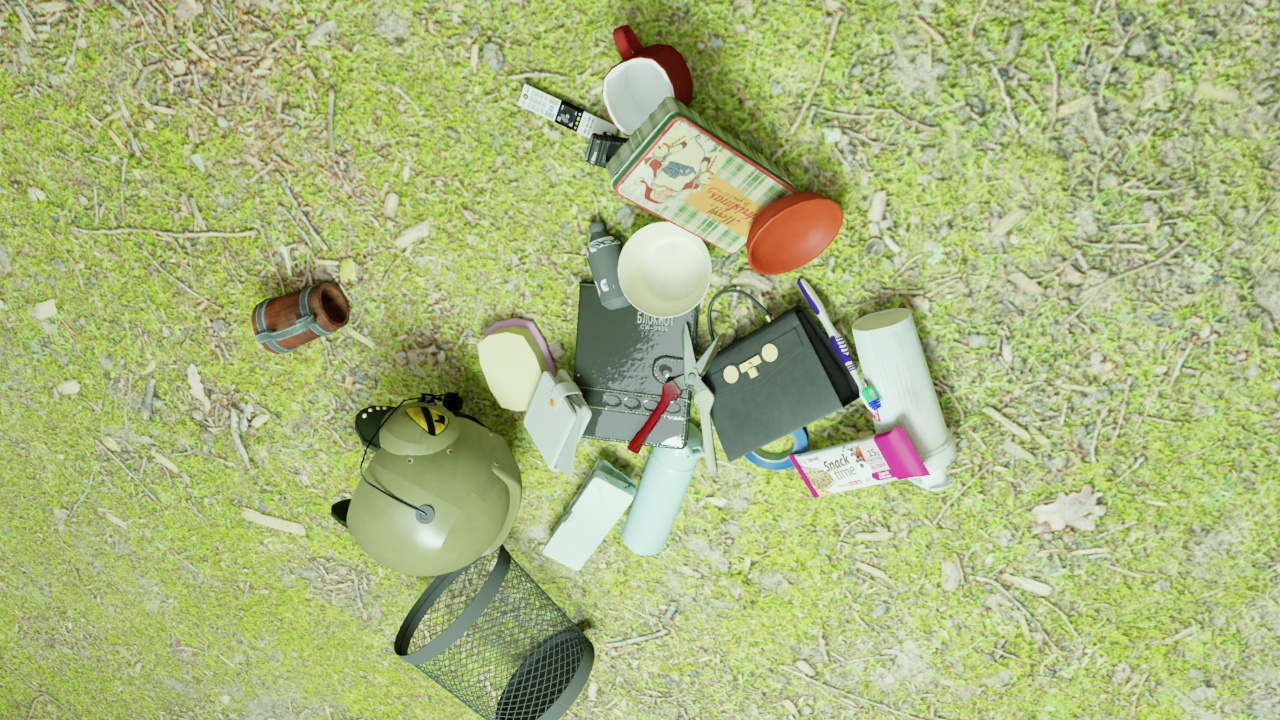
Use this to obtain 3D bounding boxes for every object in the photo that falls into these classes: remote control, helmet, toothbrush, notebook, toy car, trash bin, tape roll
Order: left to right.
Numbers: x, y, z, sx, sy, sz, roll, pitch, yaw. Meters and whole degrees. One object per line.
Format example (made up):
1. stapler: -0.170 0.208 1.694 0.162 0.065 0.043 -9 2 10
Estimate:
1. helmet: -0.278 0.172 1.245 0.233 0.254 0.251 27 122 4
2. trash bin: -0.215 0.431 1.404 0.218 0.217 0.227 -35 107 27
3. remote control: -0.087 -0.295 1.105 0.124 0.011 0.028 25 120 2
4. toy car: -0.018 -0.242 1.084 0.092 0.037 0.040 4 122 -24
5. notebook: -0.007 0.007 1.197 0.169 0.029 0.209 6 102 13
6. tape roll: 0.178 0.105 1.236 0.093 0.016 0.091 -17 111 23
7. toothbrush: 0.240 -0.021 1.111 0.016 0.015 0.186 -42 72 51

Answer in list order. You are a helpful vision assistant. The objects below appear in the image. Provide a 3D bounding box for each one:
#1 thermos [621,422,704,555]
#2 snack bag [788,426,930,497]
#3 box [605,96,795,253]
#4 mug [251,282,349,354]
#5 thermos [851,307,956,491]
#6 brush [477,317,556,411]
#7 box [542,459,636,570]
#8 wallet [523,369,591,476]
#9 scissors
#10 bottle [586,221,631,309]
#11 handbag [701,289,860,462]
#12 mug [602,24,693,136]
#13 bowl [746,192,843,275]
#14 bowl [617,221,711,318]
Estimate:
1. thermos: 0.031 0.177 1.286 0.078 0.065 0.207 46 130 39
2. snack bag: 0.269 0.131 1.153 0.197 0.016 0.070 -25 98 53
3. box: 0.070 -0.202 1.029 0.205 0.050 0.118 22 129 -41
4. mug: -0.480 -0.054 1.279 0.111 0.117 0.081 -17 111 18
5. thermos: 0.324 0.048 1.132 0.099 0.099 0.220 -13 107 21
6. brush: -0.155 0.052 1.285 0.089 0.043 0.229 -9 113 19
7. box: -0.073 0.231 1.336 0.083 0.067 0.199 43 128 15
8. wallet: -0.105 0.087 1.205 0.115 0.037 0.119 55 135 32
9. scissors: 0.060 0.062 1.169 0.199 0.015 0.179 -37 90 14
10. bottle: -0.041 -0.120 1.154 0.047 0.047 0.112 -19 87 23
11. handbag: 0.149 -0.001 1.154 0.176 0.072 0.195 -32 83 36
12. mug: 0.004 -0.316 1.021 0.081 0.096 0.116 -16 111 22
13. bowl: 0.173 -0.153 1.067 0.122 0.121 0.035 -45 54 29
14. bowl: 0.035 -0.111 1.125 0.115 0.062 0.115 1 95 14
